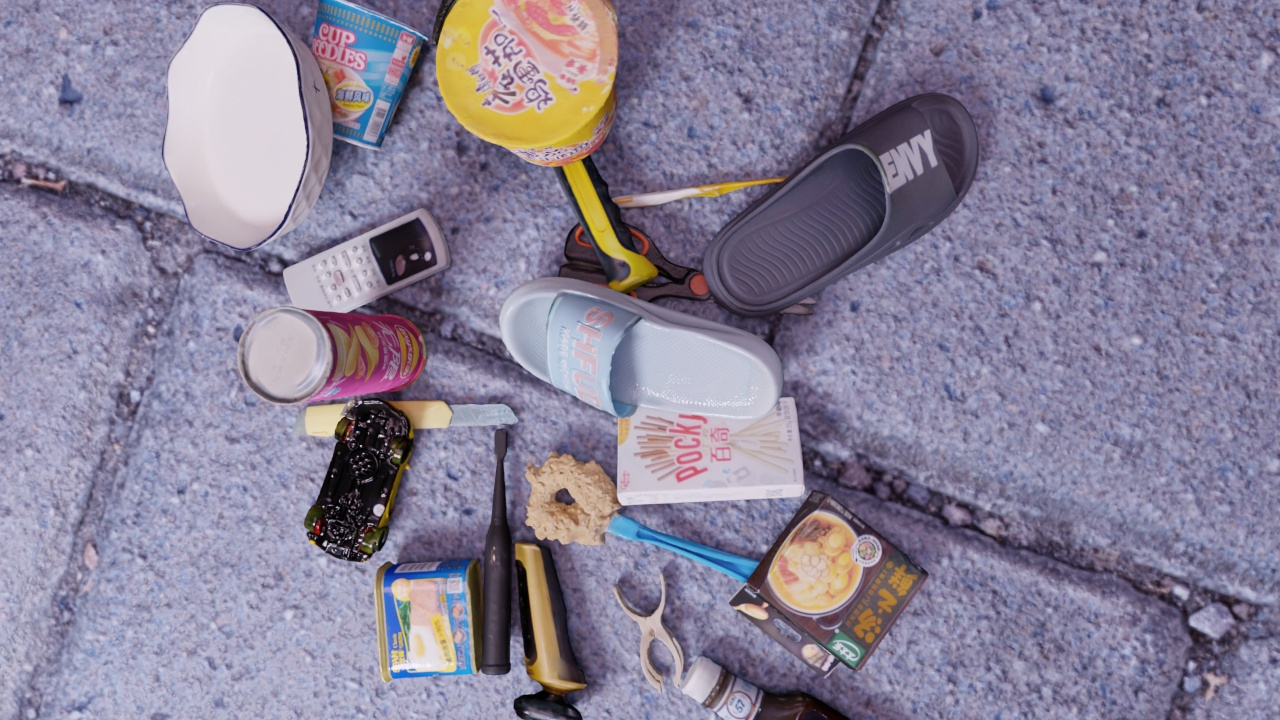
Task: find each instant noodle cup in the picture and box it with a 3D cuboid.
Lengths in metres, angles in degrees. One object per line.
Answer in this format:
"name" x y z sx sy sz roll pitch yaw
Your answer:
"instant noodle cup" -0.245 -0.245 0.795 0.099 0.099 0.110 20 100 3
"instant noodle cup" -0.078 -0.220 0.728 0.138 0.109 0.138 0 87 7

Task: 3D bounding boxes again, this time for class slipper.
"slipper" -0.005 0.004 0.764 0.245 0.074 0.104 13 127 10
"slipper" 0.176 -0.126 0.758 0.268 0.083 0.110 -34 94 -3

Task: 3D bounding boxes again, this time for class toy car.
"toy car" -0.247 0.107 0.822 0.071 0.041 0.156 19 97 4

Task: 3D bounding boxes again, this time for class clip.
"clip" 0.011 0.240 0.811 0.071 0.034 0.100 -16 85 5

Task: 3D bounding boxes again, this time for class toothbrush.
"toothbrush" -0.125 0.166 0.811 0.026 0.027 0.212 0 83 4
"toothbrush" 0.060 -0.146 0.809 0.191 0.016 0.018 -7 99 4

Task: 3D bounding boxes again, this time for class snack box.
"snack box" 0.058 0.077 0.789 0.157 0.027 0.084 -3 60 4
"snack box" 0.159 0.194 0.782 0.113 0.053 0.125 38 82 -4

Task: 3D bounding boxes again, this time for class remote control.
"remote control" -0.247 -0.084 0.829 0.150 0.021 0.058 -23 89 5

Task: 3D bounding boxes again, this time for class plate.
"plate" -0.334 -0.196 0.783 0.205 0.045 0.205 5 100 33

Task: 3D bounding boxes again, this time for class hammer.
"hammer" -0.078 -0.205 0.799 0.126 0.032 0.323 -26 84 6

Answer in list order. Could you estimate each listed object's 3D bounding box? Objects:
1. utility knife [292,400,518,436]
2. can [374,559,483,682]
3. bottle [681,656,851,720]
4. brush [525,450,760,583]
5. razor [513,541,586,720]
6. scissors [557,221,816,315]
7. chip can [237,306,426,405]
"utility knife" -0.215 0.052 0.830 0.211 0.022 0.031 -2 94 11
"can" -0.185 0.229 0.813 0.083 0.057 0.102 -4 91 2
"bottle" 0.127 0.325 0.799 0.195 0.044 0.080 32 92 4
"brush" 0.013 0.153 0.810 0.254 0.046 0.083 22 88 0
"razor" -0.088 0.242 0.808 0.067 0.062 0.167 -6 84 -30
"scissors" 0.036 -0.053 0.805 0.235 0.022 0.142 32 86 6
"chip can" -0.238 -0.004 0.735 0.071 0.210 0.071 0 91 4
